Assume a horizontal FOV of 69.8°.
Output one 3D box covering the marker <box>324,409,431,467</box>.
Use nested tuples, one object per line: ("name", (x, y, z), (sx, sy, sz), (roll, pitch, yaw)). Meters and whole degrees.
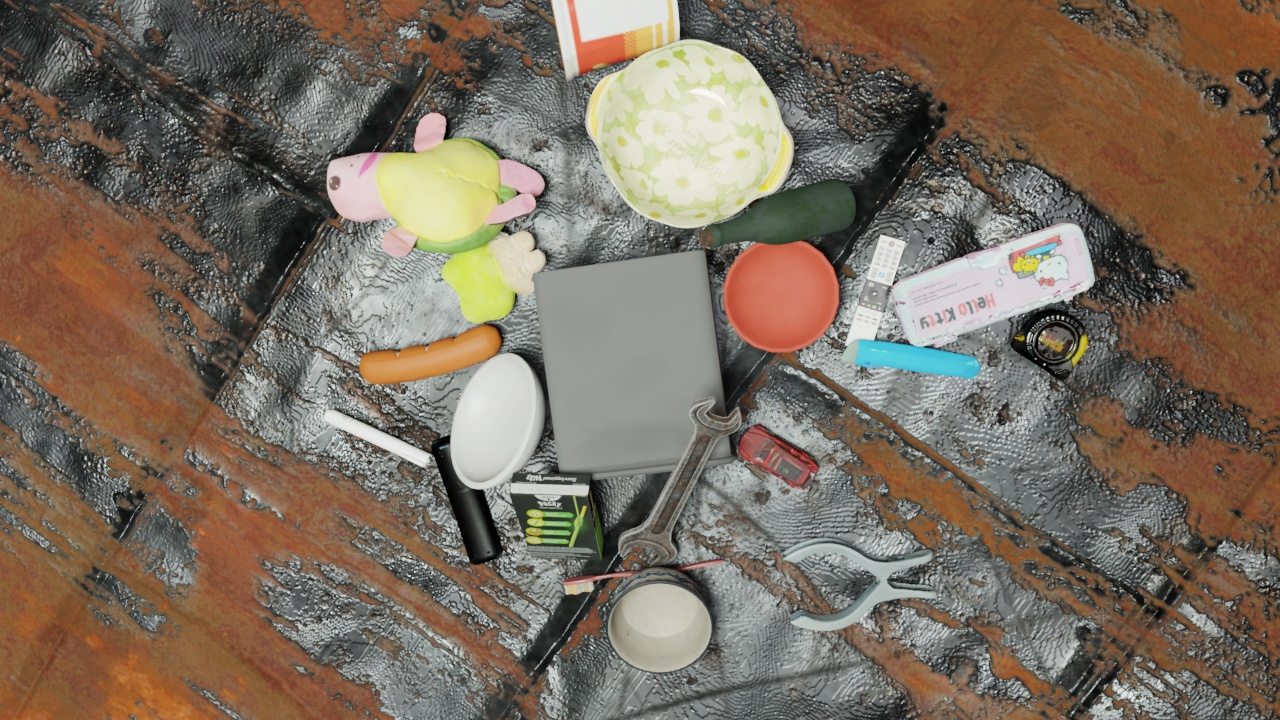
("marker", (-0.302, 0.089, 1.050), (0.133, 0.020, 0.017), (24, 119, 3))

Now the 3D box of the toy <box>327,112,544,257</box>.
("toy", (-0.224, -0.179, 0.985), (0.238, 0.088, 0.189), (3, 66, 5))

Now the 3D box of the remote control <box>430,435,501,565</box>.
("remote control", (-0.199, 0.159, 1.046), (0.041, 0.020, 0.152), (-18, 93, 8))

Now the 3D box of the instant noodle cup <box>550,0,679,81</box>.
("instant noodle cup", (-0.029, -0.363, 0.944), (0.121, 0.123, 0.123), (-11, 93, -2))

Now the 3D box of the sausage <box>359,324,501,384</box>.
("sausage", (-0.234, -0.004, 1.026), (0.164, 0.039, 0.044), (-13, 74, 6))

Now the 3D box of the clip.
("clip", (0.233, 0.215, 1.007), (0.172, 0.029, 0.143), (-17, 94, 6))

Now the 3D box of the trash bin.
("trash bin", (-0.006, 0.006, 0.979), (0.192, 0.097, 0.220), (-7, 93, 6))

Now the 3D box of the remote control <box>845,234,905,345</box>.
("remote control", (0.253, -0.072, 0.989), (0.028, 0.011, 0.124), (17, 96, 4))

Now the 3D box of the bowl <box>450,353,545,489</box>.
("bowl", (-0.146, 0.069, 0.996), (0.043, 0.149, 0.149), (21, 98, -41))

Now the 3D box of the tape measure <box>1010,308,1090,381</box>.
("tape measure", (0.432, -0.023, 0.965), (0.067, 0.038, 0.063), (33, 105, 5))

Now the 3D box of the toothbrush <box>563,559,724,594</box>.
("toothbrush", (0.004, 0.243, 1.037), (0.184, 0.015, 0.016), (-10, 96, 5))

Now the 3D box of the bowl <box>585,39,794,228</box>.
("bowl", (0.053, -0.235, 0.971), (0.219, 0.060, 0.188), (19, 97, 4))

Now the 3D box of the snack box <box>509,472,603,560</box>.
("snack box", (-0.087, 0.170, 0.983), (0.080, 0.148, 0.025), (1, 53, 5))

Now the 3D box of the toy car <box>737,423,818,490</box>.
("toy car", (0.149, 0.106, 1.003), (0.091, 0.036, 0.042), (32, 97, 8))

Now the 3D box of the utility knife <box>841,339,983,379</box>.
("utility knife", (0.293, 0.000, 0.985), (0.158, 0.015, 0.031), (9, 93, -3))

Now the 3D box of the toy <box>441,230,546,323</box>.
("toy", (-0.158, -0.096, 1.007), (0.115, 0.046, 0.092), (-30, 89, 12))

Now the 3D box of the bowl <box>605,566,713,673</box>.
("bowl", (0.021, 0.278, 1.009), (0.115, 0.059, 0.116), (0, 108, 1))

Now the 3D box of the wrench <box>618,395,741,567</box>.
("wrench", (0.039, 0.133, 0.946), (0.070, 0.010, 0.274), (11, 132, -12))

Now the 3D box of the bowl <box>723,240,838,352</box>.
("bowl", (0.150, -0.070, 0.987), (0.122, 0.035, 0.122), (0, 95, 5))

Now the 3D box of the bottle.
("bottle", (0.136, -0.142, 0.934), (0.173, 0.055, 0.055), (-17, 93, -25))

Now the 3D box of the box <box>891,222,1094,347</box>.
("box", (0.368, -0.077, 0.960), (0.202, 0.044, 0.086), (-19, 95, 5))
